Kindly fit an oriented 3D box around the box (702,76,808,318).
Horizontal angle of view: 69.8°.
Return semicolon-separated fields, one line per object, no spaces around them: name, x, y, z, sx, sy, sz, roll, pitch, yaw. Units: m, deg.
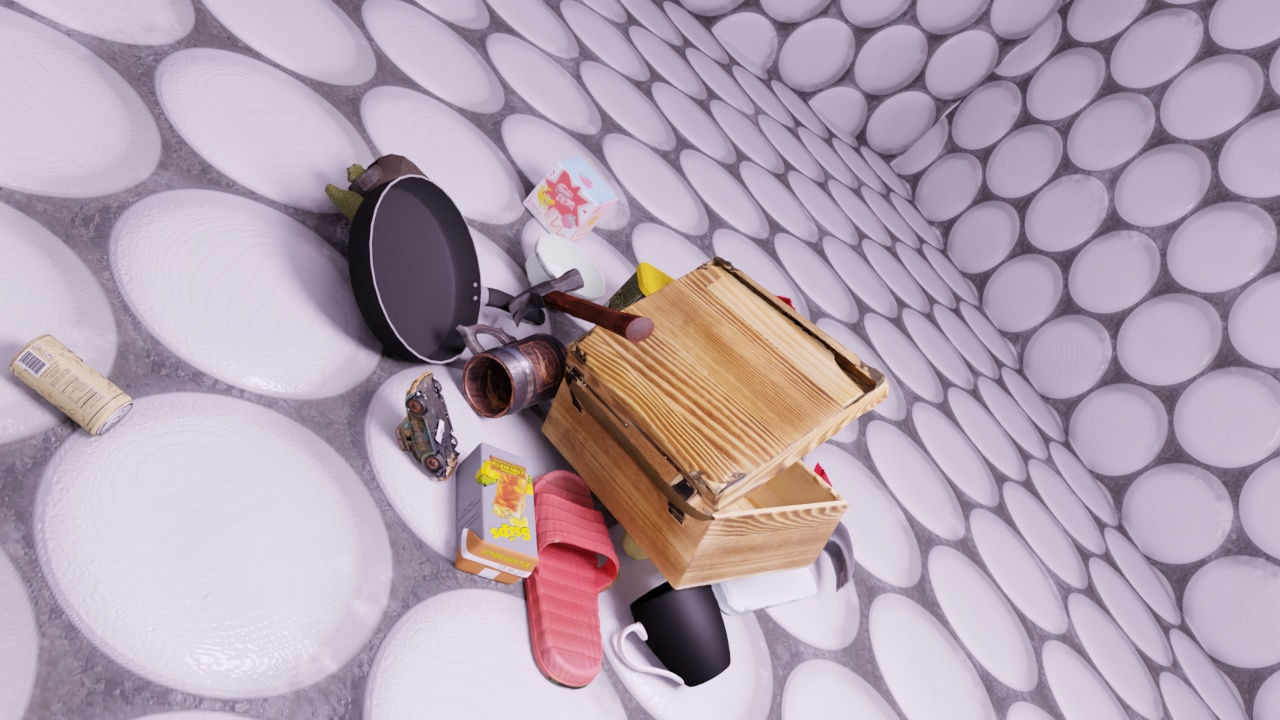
box;0.163;-0.149;1.337;0.214;0.138;0.466;49;39;-58

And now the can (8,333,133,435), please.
can;-0.432;0.019;0.699;0.079;0.038;0.038;41;29;-9

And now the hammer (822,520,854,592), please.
hammer;0.160;0.197;1.216;0.324;0.034;0.169;26;30;-26

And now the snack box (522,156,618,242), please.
snack box;-0.107;-0.244;1.403;0.093;0.095;0.079;48;29;3

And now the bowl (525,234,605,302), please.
bowl;-0.112;-0.112;1.264;0.117;0.061;0.117;33;31;-24

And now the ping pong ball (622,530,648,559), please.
ping pong ball;0.000;0.204;1.032;0.040;0.040;0.040;32;32;-23

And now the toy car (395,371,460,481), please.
toy car;-0.215;0.067;0.907;0.047;0.047;0.112;-65;148;-62

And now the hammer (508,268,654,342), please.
hammer;-0.065;-0.057;1.035;0.301;0.111;0.028;23;-44;62

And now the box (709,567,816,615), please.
box;0.134;0.231;1.186;0.208;0.038;0.190;10;48;-49

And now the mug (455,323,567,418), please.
mug;-0.150;0.002;1.047;0.116;0.080;0.107;58;31;6

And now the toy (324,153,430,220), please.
toy;-0.292;-0.171;1.084;0.179;0.078;0.152;43;31;-35

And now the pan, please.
pan;-0.212;-0.084;1.065;0.355;0.044;0.204;23;63;-66

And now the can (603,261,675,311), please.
can;0.021;-0.065;1.337;0.130;0.101;0.072;29;33;-28

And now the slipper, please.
slipper;-0.068;0.203;0.928;0.103;0.059;0.248;29;34;-29

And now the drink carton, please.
drink carton;-0.143;0.150;0.904;0.076;0.049;0.124;26;34;-32

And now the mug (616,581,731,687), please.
mug;0.034;0.288;0.947;0.118;0.085;0.100;-25;83;-29

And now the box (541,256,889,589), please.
box;0.072;0.053;0.998;0.269;0.265;0.279;1;33;-42
